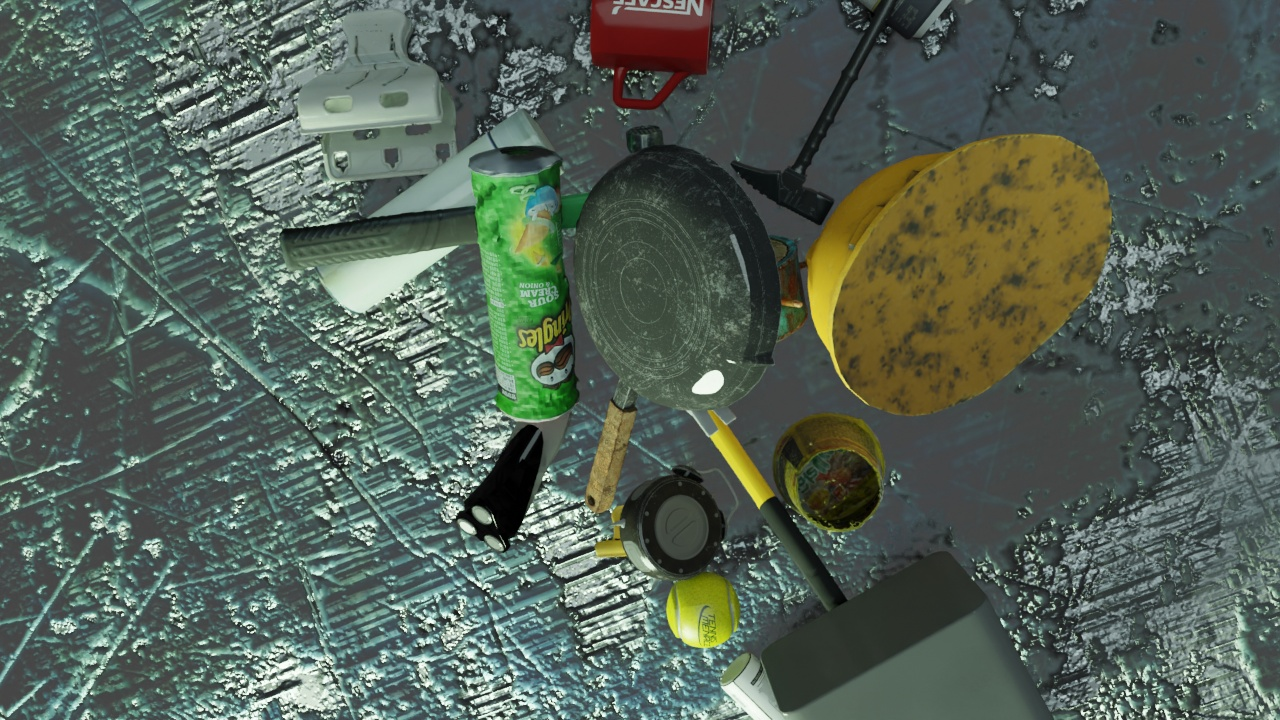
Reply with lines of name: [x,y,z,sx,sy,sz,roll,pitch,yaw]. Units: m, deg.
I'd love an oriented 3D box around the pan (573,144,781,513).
pan: [-0.005,0.004,0.726,0.207,0.040,0.358,42,132,30]

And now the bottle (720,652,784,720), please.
bottle: [0.126,0.318,0.828,0.116,0.041,0.041,44,97,0]

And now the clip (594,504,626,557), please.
clip: [-0.015,0.159,0.834,0.054,0.046,0.048,-4,119,7]

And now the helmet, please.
helmet: [0.228,-0.082,0.738,0.255,0.131,0.205,-27,121,-12]

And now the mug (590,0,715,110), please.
mug: [0.011,-0.270,0.771,0.096,0.080,0.116,5,102,5]

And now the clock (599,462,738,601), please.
clock: [0.029,0.144,0.809,0.122,0.044,0.091,-34,97,-31]

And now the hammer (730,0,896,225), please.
hammer: [0.183,-0.272,0.737,0.095,0.015,0.326,29,115,5]

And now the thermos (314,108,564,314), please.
thermos: [-0.176,-0.129,0.805,0.230,0.068,0.068,-33,91,6]

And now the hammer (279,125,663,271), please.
hammer: [-0.134,-0.113,0.768,0.318,0.032,0.130,-9,122,-8]

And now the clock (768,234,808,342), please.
clock: [0.060,-0.049,0.763,0.158,0.121,0.073,-5,115,18]

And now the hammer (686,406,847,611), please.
hammer: [0.114,0.129,0.788,0.029,0.127,0.323,-35,98,-2]

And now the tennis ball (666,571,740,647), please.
tennis ball: [0.056,0.221,0.814,0.065,0.065,0.065,0,95,5]

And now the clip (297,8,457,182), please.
clip: [-0.229,-0.234,0.797,0.127,0.110,0.151,-4,104,3]

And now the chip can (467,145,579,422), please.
chip can: [-0.092,-0.061,0.746,0.075,0.075,0.224,1,120,5]

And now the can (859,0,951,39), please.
can: [0.199,-0.327,0.757,0.127,0.064,0.064,39,97,1]

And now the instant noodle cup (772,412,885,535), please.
instant noodle cup: [0.163,0.098,0.773,0.102,0.108,0.102,1,94,7]

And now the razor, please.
razor: [-0.107,0.092,0.826,0.057,0.060,0.156,28,77,14]

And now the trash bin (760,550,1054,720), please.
trash bin: [0.236,0.302,0.760,0.192,0.097,0.220,-31,107,4]

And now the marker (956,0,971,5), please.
marker: [0.324,-0.344,0.766,0.133,0.023,0.027,-30,70,7]
